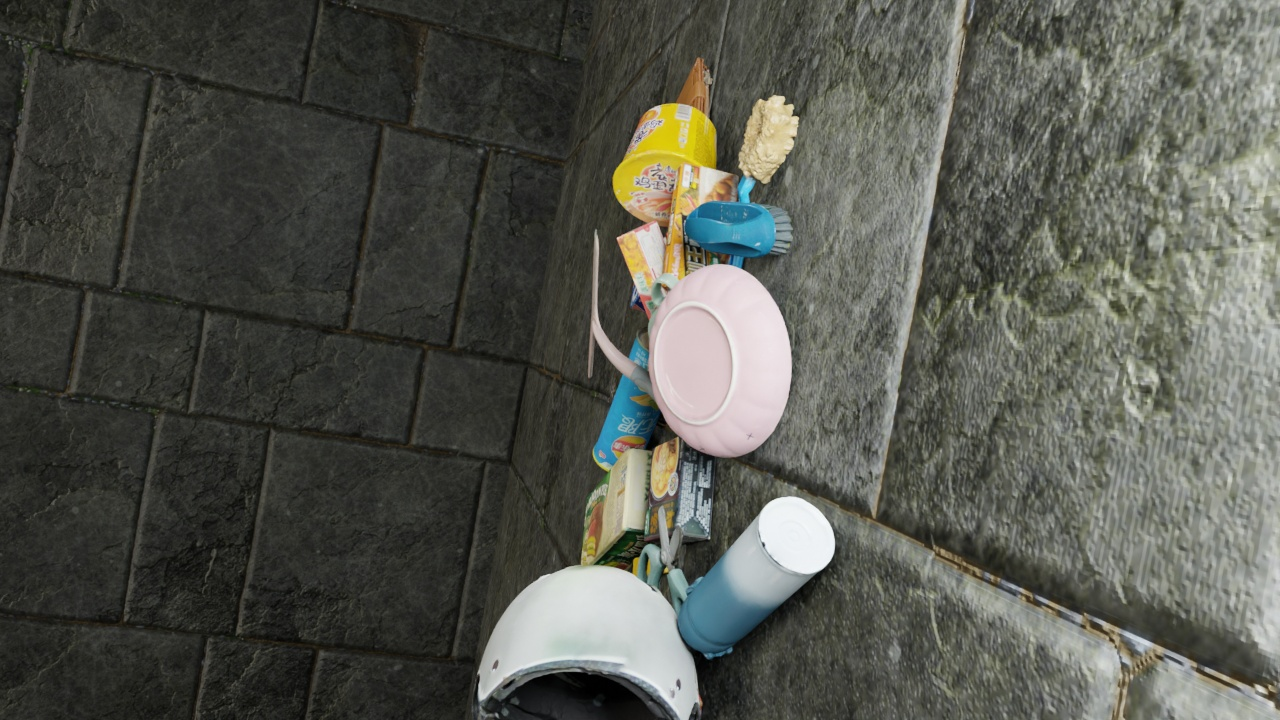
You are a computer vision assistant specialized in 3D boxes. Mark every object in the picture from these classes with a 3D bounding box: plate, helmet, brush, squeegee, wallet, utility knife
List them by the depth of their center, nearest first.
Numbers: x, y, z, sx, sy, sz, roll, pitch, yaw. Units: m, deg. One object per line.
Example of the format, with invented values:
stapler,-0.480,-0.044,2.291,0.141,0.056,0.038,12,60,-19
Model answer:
plate,0.065,0.002,0.903,0.193,0.039,0.192,7,98,51
helmet,-0.048,0.296,0.922,0.274,0.230,0.156,87,-171,-57
brush,0.091,-0.136,0.947,0.144,0.073,0.055,23,116,60
brush,0.119,-0.168,1.010,0.083,0.046,0.255,-109,28,-57
squeegee,-0.007,0.007,1.126,0.249,0.040,0.248,46,147,33
utility knife,0.016,0.260,1.155,0.171,0.015,0.033,137,135,-67
wallet,0.075,-0.361,1.348,0.108,0.031,0.131,120,155,-59

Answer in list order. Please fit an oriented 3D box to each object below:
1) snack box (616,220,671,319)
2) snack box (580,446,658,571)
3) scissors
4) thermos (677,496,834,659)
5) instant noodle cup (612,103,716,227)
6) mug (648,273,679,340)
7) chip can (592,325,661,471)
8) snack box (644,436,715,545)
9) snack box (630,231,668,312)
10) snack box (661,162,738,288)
snack box,0.025,-0.088,1.116,0.156,0.027,0.076,68,-153,-10
snack box,-0.024,0.213,1.255,0.241,0.063,0.114,122,155,-59
scissors,0.034,0.252,0.984,0.171,0.019,0.180,107,149,-45
thermos,0.089,0.192,0.786,0.221,0.070,0.070,118,159,-52
instant noodle cup,0.040,-0.262,1.212,0.138,0.138,0.109,120,165,-56
mug,0.050,-0.047,1.029,0.082,0.112,0.106,-41,6,-19
chip can,-0.004,0.057,1.254,0.071,0.071,0.211,-98,24,-54
snack box,0.045,0.153,1.054,0.126,0.053,0.113,143,135,-64
snack box,0.041,-0.120,1.246,0.208,0.058,0.057,135,146,-68
snack box,0.072,-0.156,1.098,0.026,0.075,0.153,147,132,-72
